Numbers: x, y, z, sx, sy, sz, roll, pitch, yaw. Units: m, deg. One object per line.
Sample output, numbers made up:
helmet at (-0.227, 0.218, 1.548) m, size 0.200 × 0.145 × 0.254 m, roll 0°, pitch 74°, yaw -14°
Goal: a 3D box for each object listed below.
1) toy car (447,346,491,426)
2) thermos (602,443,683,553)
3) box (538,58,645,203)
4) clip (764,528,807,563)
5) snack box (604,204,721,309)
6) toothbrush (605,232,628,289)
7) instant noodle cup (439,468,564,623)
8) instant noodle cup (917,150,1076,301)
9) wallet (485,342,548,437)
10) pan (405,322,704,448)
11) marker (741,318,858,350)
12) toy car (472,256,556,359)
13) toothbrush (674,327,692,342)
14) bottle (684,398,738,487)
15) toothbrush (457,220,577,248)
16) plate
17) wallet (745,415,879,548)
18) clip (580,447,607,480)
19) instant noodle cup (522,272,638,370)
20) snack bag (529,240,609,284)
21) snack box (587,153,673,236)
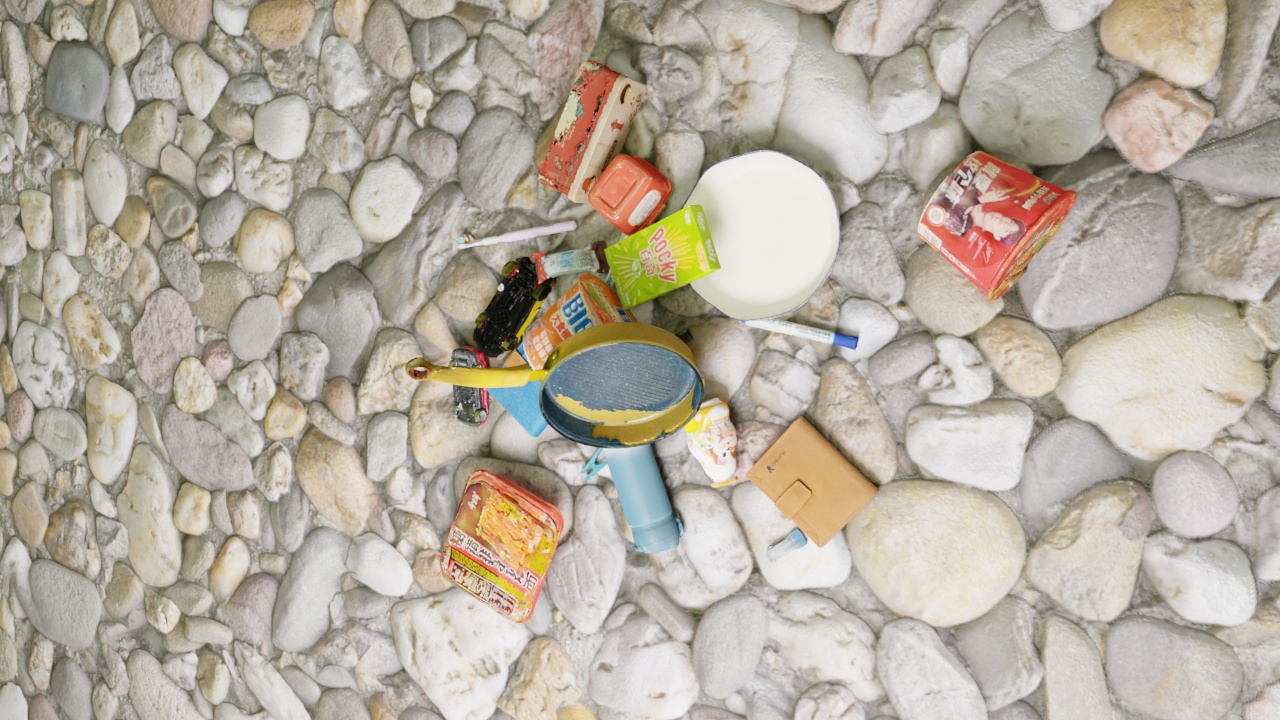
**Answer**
toy car at (-0.242, 0.037, 1.321) m, size 0.053 × 0.045 × 0.121 m, roll 13°, pitch 113°, yaw 26°
thermos at (-0.006, 0.148, 1.216) m, size 0.070 × 0.070 × 0.220 m, roll -20°, pitch 88°, yaw 25°
box at (-0.070, -0.295, 1.180) m, size 0.078 × 0.091 × 0.168 m, roll 29°, pitch 107°, yaw 16°
clip at (0.184, 0.236, 1.163) m, size 0.057 × 0.028 × 0.024 m, roll -36°, pitch 82°, yaw 15°
snack box at (0.025, -0.127, 1.149) m, size 0.157 × 0.026 × 0.085 m, roll -20°, pitch 86°, yaw 43°
toothbrush at (-0.043, -0.092, 1.233) m, size 0.016 × 0.018 × 0.192 m, roll 24°, pitch 103°, yaw 21°
instant noodle cup at (-0.188, 0.255, 1.302) m, size 0.164 × 0.079 × 0.189 m, roll 27°, pitch 107°, yaw 20°
instant noodle cup at (0.371, -0.149, 0.973) m, size 0.108 × 0.137 × 0.138 m, roll 42°, pitch 111°, yaw 22°
wallet at (-0.143, 0.027, 1.281) m, size 0.106 × 0.040 × 0.133 m, roll 46°, pitch 110°, yaw 10°
pan at (-0.093, 0.026, 1.060) m, size 0.198 × 0.357 × 0.078 m, roll -54°, pitch 30°, yaw 39°
marker at (0.194, -0.037, 1.126) m, size 0.146 × 0.016 × 0.017 m, roll 14°, pitch 101°, yaw 23°
toy car at (-0.179, -0.074, 1.281) m, size 0.071 × 0.041 × 0.156 m, roll 37°, pitch 104°, yaw 17°
toothbrush at (-0.007, 0.007, 1.228) m, size 0.186 × 0.012 × 0.017 m, roll -32°, pitch 93°, yaw 24°
bottle at (0.092, 0.104, 1.164) m, size 0.063 × 0.063 × 0.108 m, roll -17°, pitch 89°, yaw 25°
toothbrush at (-0.173, -0.178, 1.281) m, size 0.189 × 0.029 × 0.021 m, roll -5°, pitch 134°, yaw 24°
plate at (0.146, -0.152, 1.121) m, size 0.205 × 0.045 × 0.205 m, roll 3°, pitch 96°, yaw 26°
wallet at (0.210, 0.150, 1.133) m, size 0.132 × 0.031 × 0.108 m, roll 46°, pitch 110°, yaw 15°
clip at (-0.061, 0.143, 1.267) m, size 0.041 × 0.014 × 0.056 m, roll 46°, pitch 112°, yaw 14°
instant noodle cup at (-0.071, -0.020, 1.171) m, size 0.112 × 0.151 × 0.151 m, roll -35°, pitch 81°, yaw 17°
snack bag at (-0.095, -0.132, 1.232) m, size 0.105 × 0.026 × 0.045 m, roll -10°, pitch 84°, yaw 2°
snack box at (-0.015, -0.211, 1.164) m, size 0.082 × 0.080 × 0.091 m, roll 41°, pitch 102°, yaw 15°
